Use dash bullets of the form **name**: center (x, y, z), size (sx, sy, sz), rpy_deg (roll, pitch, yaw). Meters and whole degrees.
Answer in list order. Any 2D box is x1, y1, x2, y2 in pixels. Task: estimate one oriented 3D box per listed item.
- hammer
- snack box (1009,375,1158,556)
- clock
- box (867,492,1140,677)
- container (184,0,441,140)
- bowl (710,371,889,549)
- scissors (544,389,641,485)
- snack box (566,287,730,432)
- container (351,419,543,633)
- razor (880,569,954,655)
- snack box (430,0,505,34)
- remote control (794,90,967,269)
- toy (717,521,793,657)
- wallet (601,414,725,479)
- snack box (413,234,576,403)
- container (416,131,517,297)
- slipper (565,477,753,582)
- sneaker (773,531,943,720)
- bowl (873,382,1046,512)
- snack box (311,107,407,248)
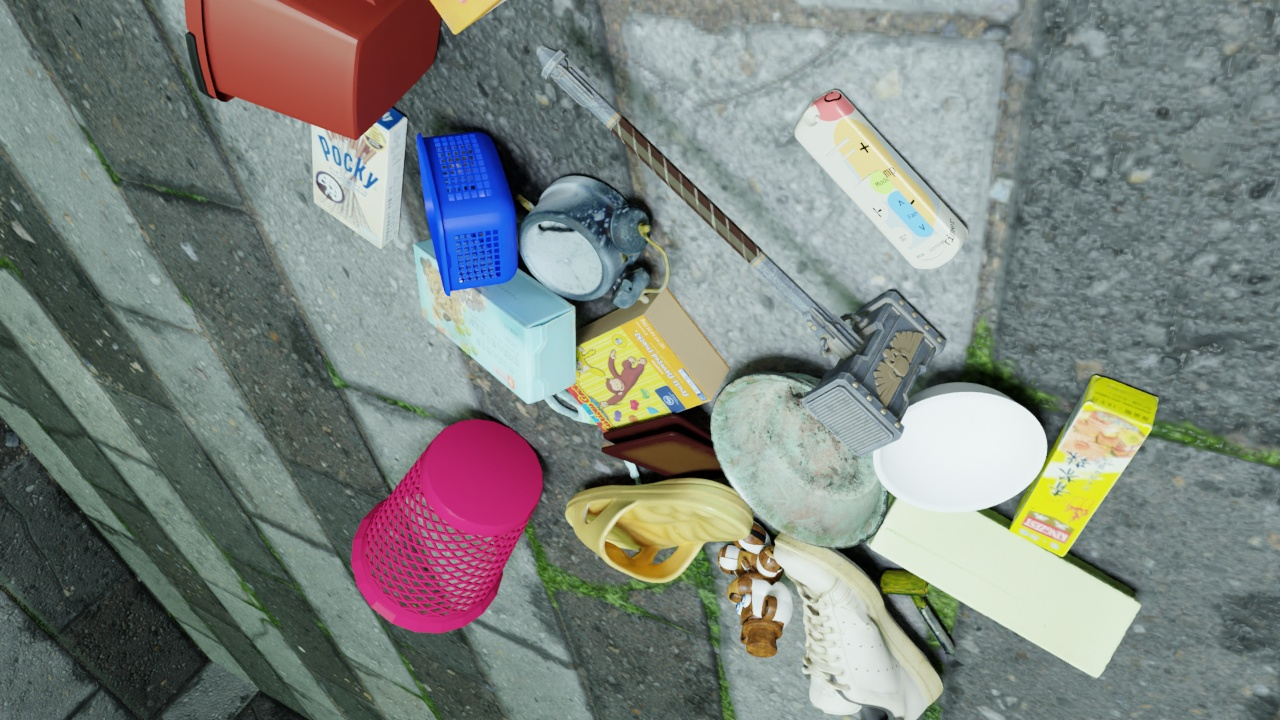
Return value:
- **hammer**: center (0.055, -0.083, 0.582), size (0.322, 0.098, 0.044), rpy_deg (43, 143, -6)
- **snack box**: center (0.290, 0.073, 0.608), size (0.040, 0.028, 0.148), rpy_deg (24, 141, 19)
- **clock**: center (-0.034, -0.087, 0.695), size (0.129, 0.052, 0.090), rpy_deg (18, 139, 18)
- **box**: center (0.270, 0.152, 0.691), size (0.188, 0.089, 0.078), rpy_deg (31, 112, 11)
- **container**: center (-0.251, -0.253, 0.619), size (0.201, 0.147, 0.127), rpy_deg (26, 142, 1)
- **bowl**: center (0.128, 0.070, 0.713), size (0.157, 0.038, 0.158), rpy_deg (27, 134, 31)
- **scissors**: center (-0.026, 0.061, 0.876), size (0.169, 0.023, 0.171), rpy_deg (7, 130, 28)
- **snack box**: center (-0.005, 0.004, 0.761), size (0.126, 0.040, 0.088), rpy_deg (-23, 112, 44)
- **container**: center (-0.207, 0.177, 1.027), size (0.183, 0.182, 0.226), rpy_deg (38, 136, 1)
- **razor**: center (0.252, 0.224, 0.806), size (0.043, 0.026, 0.106), rpy_deg (-10, 126, 42)
- **snack box**: center (-0.069, -0.290, 0.483), size (0.196, 0.080, 0.145), rpy_deg (-14, 120, 46)
- **remote control**: center (0.144, -0.107, 0.551), size (0.125, 0.018, 0.038), rpy_deg (45, 143, -6)
- **toy**: center (0.107, 0.214, 0.847), size (0.067, 0.112, 0.087), rpy_deg (15, 138, -6)
- **wallet**: center (0.036, 0.081, 0.796), size (0.092, 0.018, 0.115), rpy_deg (-18, 146, 40)
- **snack box**: center (-0.123, -0.040, 0.765), size (0.175, 0.053, 0.075), rpy_deg (36, 138, 38)
- **container**: center (-0.131, -0.115, 0.700), size (0.096, 0.058, 0.114), rpy_deg (96, 159, -49)
- **slipper**: center (0.008, 0.171, 0.888), size (0.099, 0.078, 0.264), rpy_deg (32, 151, -22)
- **sneaker**: center (0.174, 0.252, 0.815), size (0.241, 0.102, 0.089), rpy_deg (51, 164, -22)
- **bowl**: center (0.214, 0.051, 0.627), size (0.110, 0.040, 0.110), rpy_deg (5, 129, 6)
- **snack box**: center (-0.247, -0.172, 0.801), size (0.082, 0.026, 0.150), rpy_deg (34, 144, 7)
